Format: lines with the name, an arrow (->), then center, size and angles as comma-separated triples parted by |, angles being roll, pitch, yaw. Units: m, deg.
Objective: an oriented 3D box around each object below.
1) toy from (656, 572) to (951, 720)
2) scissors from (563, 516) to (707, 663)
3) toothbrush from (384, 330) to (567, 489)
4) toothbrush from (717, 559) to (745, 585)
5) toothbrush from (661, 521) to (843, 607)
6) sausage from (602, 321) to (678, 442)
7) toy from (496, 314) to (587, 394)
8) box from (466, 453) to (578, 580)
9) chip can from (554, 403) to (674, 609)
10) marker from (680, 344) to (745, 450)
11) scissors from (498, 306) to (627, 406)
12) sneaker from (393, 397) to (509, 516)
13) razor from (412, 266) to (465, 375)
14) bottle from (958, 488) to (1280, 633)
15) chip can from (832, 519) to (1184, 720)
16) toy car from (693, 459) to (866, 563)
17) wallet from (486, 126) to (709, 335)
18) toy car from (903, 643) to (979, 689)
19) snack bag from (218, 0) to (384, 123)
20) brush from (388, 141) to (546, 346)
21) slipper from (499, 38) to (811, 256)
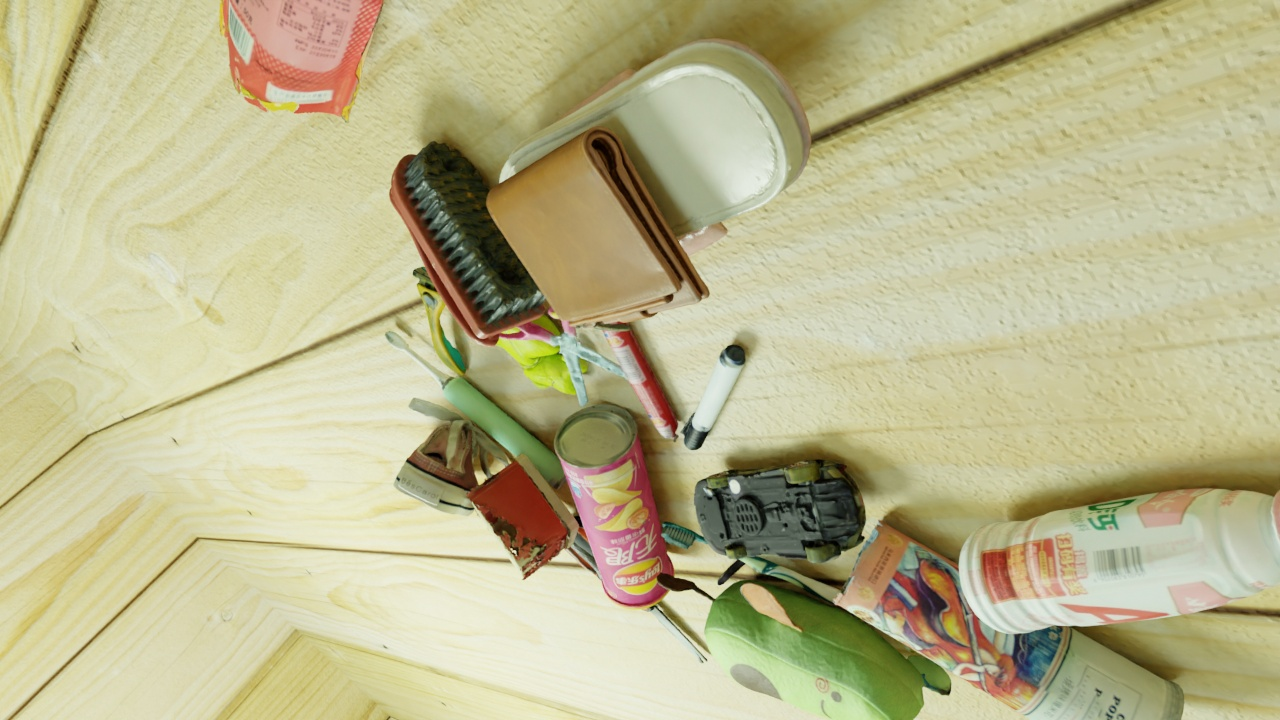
toy -> 0.130, 0.247, 0.783 | 0.247, 0.089, 0.227 | 11, 148, 42
scissors -> 0.000, 0.246, 0.970 | 0.235, 0.021, 0.137 | 36, 146, 6
toothbrush -> -0.157, 0.045, 0.878 | 0.224, 0.026, 0.027 | 39, -177, -1
toothbrush -> 0.094, 0.159, 0.781 | 0.018, 0.015, 0.181 | 39, 147, 11
toothbrush -> 0.105, 0.175, 0.762 | 0.192, 0.018, 0.016 | 21, 146, 10
sausage -> -0.004, 0.004, 0.687 | 0.020, 0.020, 0.156 | 5, 134, 41
toy -> -0.087, -0.014, 0.737 | 0.097, 0.031, 0.100 | 9, 140, 31
box -> -0.115, 0.158, 0.866 | 0.091, 0.079, 0.168 | 51, 165, 10
chip can -> -0.019, 0.134, 0.810 | 0.071, 0.071, 0.211 | 18, 141, 29
marker -> 0.051, 0.028, 0.665 | 0.022, 0.018, 0.131 | 40, 149, 15
scissors -> -0.065, -0.016, 0.696 | 0.125, 0.017, 0.133 | -2, 127, 12
sneaker -> -0.192, 0.100, 0.925 | 0.118, 0.087, 0.241 | 28, 171, -3
razor -> -0.173, -0.026, 0.812 | 0.043, 0.028, 0.133 | 23, 146, 17
bottle -> 0.273, 0.107, 0.503 | 0.068, 0.068, 0.197 | 46, 142, -10
chip can -> 0.243, 0.192, 0.625 | 0.215, 0.071, 0.071 | 29, 146, 16
toy car -> 0.099, 0.111, 0.684 | 0.158, 0.042, 0.070 | -13, 91, 50
wallet -> -0.027, -0.060, 0.517 | 0.119, 0.035, 0.131 | 54, 152, -17
toy car -> 0.235, 0.209, 0.683 | 0.091, 0.036, 0.043 | 31, 145, 15
snack bag -> -0.207, -0.243, 0.556 | 0.128, 0.073, 0.208 | 36, 142, -2
brush -> -0.129, -0.082, 0.646 | 0.069, 0.063, 0.146 | -39, 81, 41
slipper -> -0.001, -0.105, 0.520 | 0.114, 0.054, 0.275 | 51, 152, -13
